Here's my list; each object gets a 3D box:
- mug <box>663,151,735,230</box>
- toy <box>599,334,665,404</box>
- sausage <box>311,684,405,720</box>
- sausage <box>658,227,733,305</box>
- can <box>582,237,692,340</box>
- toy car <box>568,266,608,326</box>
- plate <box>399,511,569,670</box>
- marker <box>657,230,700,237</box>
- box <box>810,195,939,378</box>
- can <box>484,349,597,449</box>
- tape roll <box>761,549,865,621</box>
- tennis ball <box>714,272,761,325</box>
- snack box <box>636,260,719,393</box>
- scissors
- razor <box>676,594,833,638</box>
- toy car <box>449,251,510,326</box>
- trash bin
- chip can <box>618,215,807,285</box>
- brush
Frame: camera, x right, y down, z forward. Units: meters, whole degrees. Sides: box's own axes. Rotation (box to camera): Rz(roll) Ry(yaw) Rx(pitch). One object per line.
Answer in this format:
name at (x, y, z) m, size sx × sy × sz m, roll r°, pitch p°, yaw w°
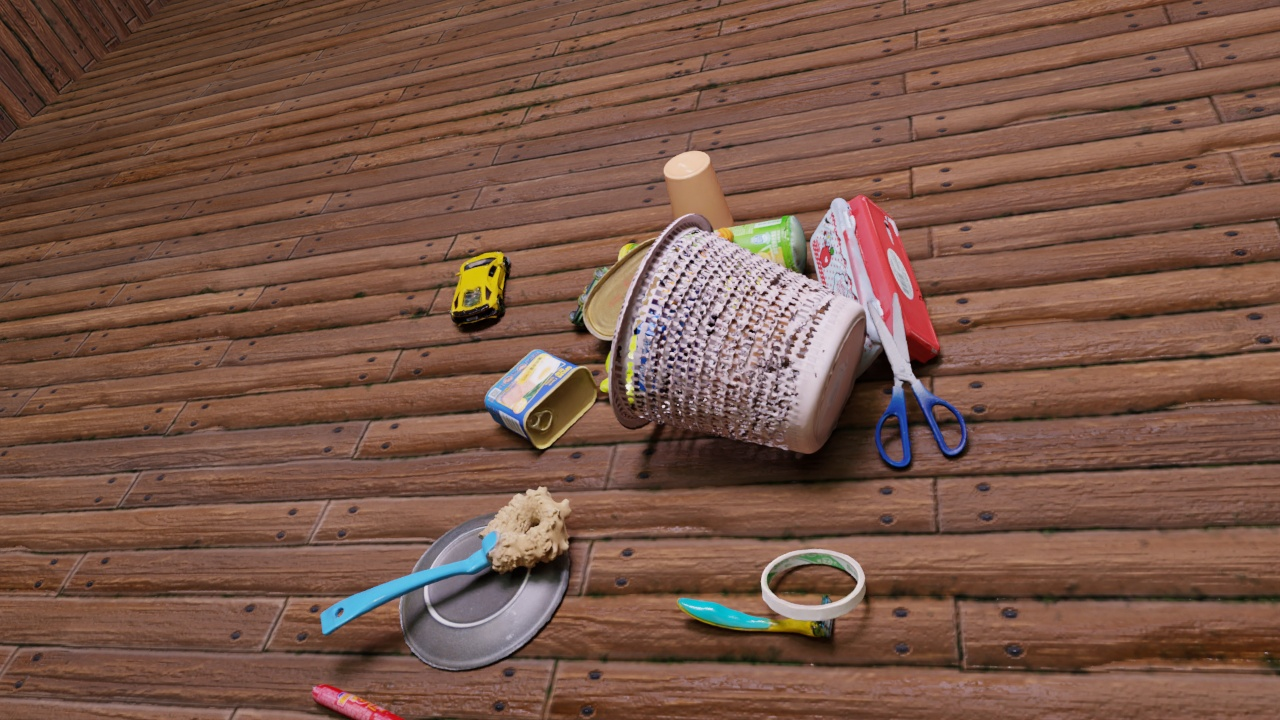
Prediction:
mug at (0.074, -0.196, 1.154) m, size 0.078 × 0.123 × 0.078 m, roll -12°, pitch 42°, yaw 11°
toy at (-0.006, 0.006, 1.041) m, size 0.096 × 0.031 × 0.100 m, roll -19°, pitch 46°, yaw -12°
sausage at (-0.243, 0.319, 0.823) m, size 0.156 × 0.020 × 0.020 m, roll 9°, pitch 50°, yaw 31°
sausage at (0.063, -0.103, 1.000) m, size 0.021 × 0.021 × 0.164 m, roll 9°, pitch 40°, yaw 31°
can at (-0.001, -0.083, 1.070) m, size 0.148 × 0.074 × 0.049 m, roll -42°, pitch -8°, yaw 22°
toy car at (-0.058, -0.078, 1.145) m, size 0.036 × 0.043 × 0.091 m, roll 34°, pitch 48°, yaw -3°
plate at (-0.156, 0.213, 0.893) m, size 0.179 × 0.024 × 0.179 m, roll -12°, pitch 42°, yaw 11°
marker at (0.032, -0.152, 1.159) m, size 0.020 × 0.022 × 0.132 m, roll -24°, pitch 4°, yaw -42°
box at (0.234, -0.076, 0.982) m, size 0.099 × 0.095 × 0.201 m, roll -34°, pitch 47°, yaw 33°
can at (-0.113, 0.041, 1.035) m, size 0.083 × 0.057 × 0.101 m, roll 23°, pitch 57°, yaw 42°
tape roll at (0.145, 0.188, 0.771) m, size 0.086 × 0.014 × 0.085 m, roll -8°, pitch 21°, yaw 3°
tennis ball at (0.116, -0.068, 1.042) m, size 0.065 × 0.065 × 0.065 m, roll -12°, pitch 42°, yaw 11°
snack box at (0.040, -0.042, 1.013) m, size 0.026 × 0.085 × 0.156 m, roll 22°, pitch 45°, yaw 19°
scissors at (0.243, 0.022, 0.872) m, size 0.141 × 0.012 × 0.171 m, roll -44°, pitch 70°, yaw -1°
razor at (0.095, 0.215, 0.776) m, size 0.133 × 0.028 × 0.043 m, roll 0°, pitch 26°, yaw 18°
toy car at (-0.219, -0.102, 1.247) m, size 0.071 × 0.041 × 0.155 m, roll -12°, pitch 41°, yaw 11°
trash bin at (0.104, -0.010, 0.893) m, size 0.192 × 0.228 × 0.226 m, roll 20°, pitch 55°, yaw 23°
chip can at (0.087, -0.121, 1.096) m, size 0.222 × 0.072 × 0.072 m, roll -7°, pitch 43°, yaw 23°
brush at (-0.180, 0.194, 0.865) m, size 0.254 × 0.046 × 0.083 m, roll -23°, pitch 44°, yaw -7°
